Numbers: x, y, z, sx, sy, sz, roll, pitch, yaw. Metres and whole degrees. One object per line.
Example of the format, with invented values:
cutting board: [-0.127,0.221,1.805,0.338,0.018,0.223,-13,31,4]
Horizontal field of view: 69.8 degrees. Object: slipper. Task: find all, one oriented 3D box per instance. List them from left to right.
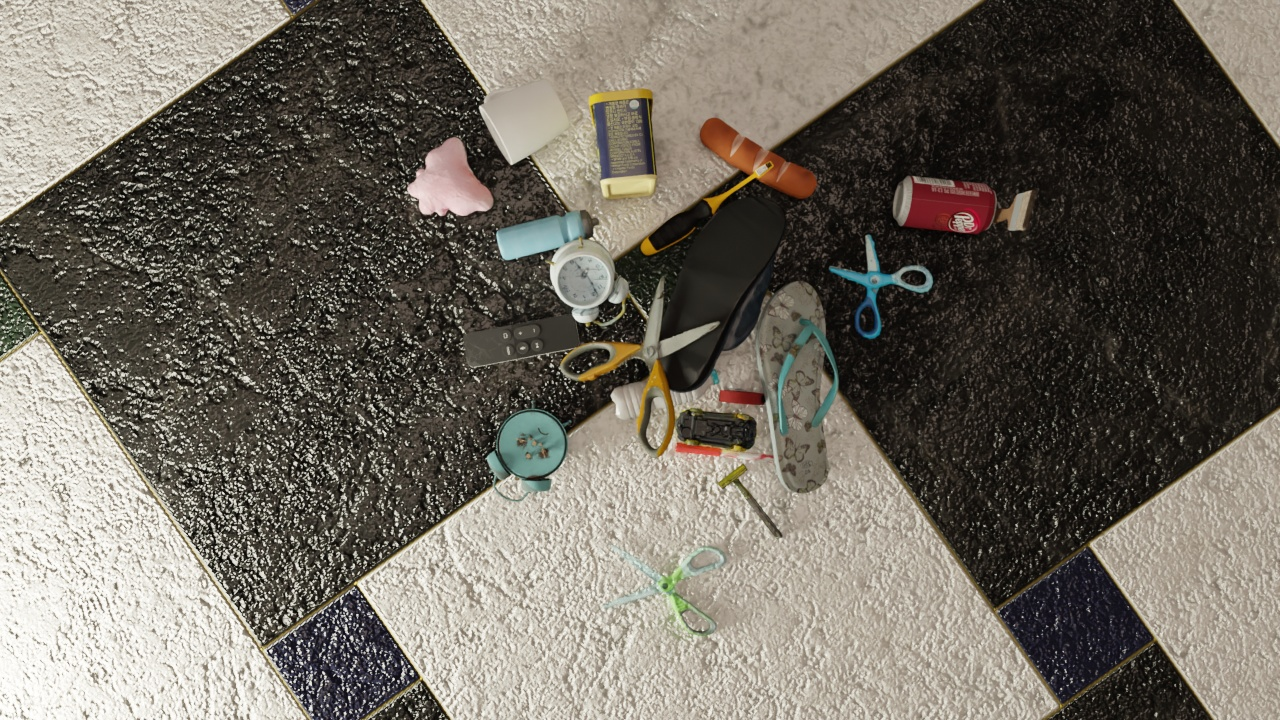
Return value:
slipper: [0.104,-0.077,1.152,0.109,0.083,0.265,24,87,34]
slipper: [0.198,0.034,1.145,0.098,0.055,0.268,-2,90,-20]

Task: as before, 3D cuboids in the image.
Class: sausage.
sausage: [0.149,-0.255,1.168,0.164,0.044,0.039,30,69,1]

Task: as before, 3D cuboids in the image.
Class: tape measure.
tape measure: [0.130,0.045,1.158,0.059,0.051,0.019,5,89,1]

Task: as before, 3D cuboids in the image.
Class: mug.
mug: [-0.152,-0.314,1.161,0.087,0.081,0.114,-30,58,-7]

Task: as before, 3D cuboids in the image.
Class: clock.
clock: [-0.141,0.119,1.157,0.090,0.053,0.124,28,89,2]
clock: [-0.064,-0.097,1.155,0.083,0.057,0.117,-34,110,7]

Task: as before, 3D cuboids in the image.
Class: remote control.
remote control: [-0.153,-0.026,1.182,0.146,0.008,0.045,-11,89,0]

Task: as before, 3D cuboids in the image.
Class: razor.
razor: [0.147,0.185,1.171,0.042,0.026,0.106,-38,93,-3]

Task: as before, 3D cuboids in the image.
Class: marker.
marker: [0.116,0.120,1.176,0.142,0.013,0.013,7,89,0]

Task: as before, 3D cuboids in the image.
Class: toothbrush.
toothbrush: [0.083,-0.192,1.160,0.197,0.030,0.031,-33,88,11]

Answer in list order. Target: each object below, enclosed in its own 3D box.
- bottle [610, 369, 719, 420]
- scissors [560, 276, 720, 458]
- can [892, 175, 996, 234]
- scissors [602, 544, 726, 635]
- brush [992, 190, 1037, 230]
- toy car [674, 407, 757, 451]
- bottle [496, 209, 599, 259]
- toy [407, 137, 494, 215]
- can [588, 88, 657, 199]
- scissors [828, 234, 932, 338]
bottle: [0.032,0.039,1.162,0.136,0.044,0.044,-16,89,0]
scissors: [-0.006,0.007,1.128,0.230,0.016,0.225,-1,77,29]
can: [0.382,-0.196,1.156,0.114,0.063,0.063,6,89,0]
scissors: [0.036,0.283,1.176,0.171,0.024,0.166,39,95,-1]
brush: [0.447,-0.179,1.115,0.008,0.143,0.045,12,97,1]
toy car: [0.096,0.087,1.168,0.107,0.030,0.049,8,90,-2]
bottle: [-0.116,-0.162,1.169,0.130,0.040,0.040,-14,89,0]
toy: [-0.244,-0.222,1.165,0.093,0.050,0.102,-32,92,-4]
can: [-0.019,-0.261,1.125,0.075,0.135,0.104,-6,91,0]
scissors: [0.305,-0.091,1.181,0.134,0.011,0.140,15,90,-2]
